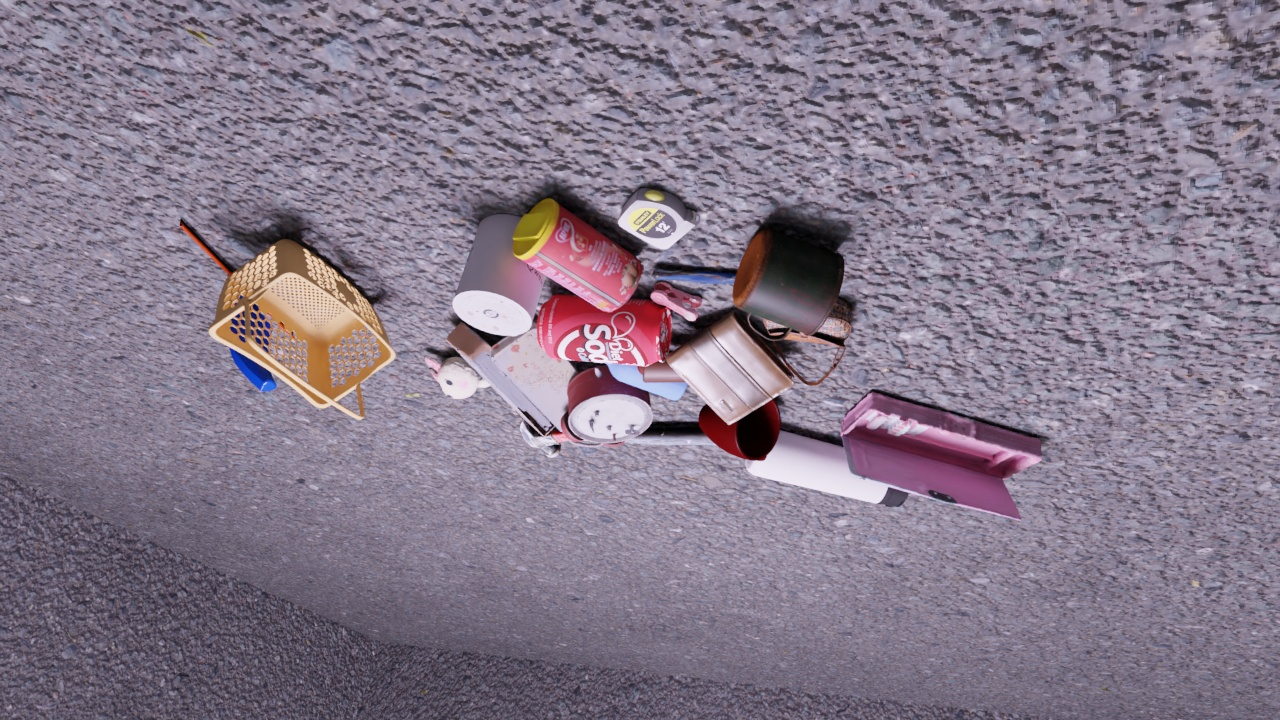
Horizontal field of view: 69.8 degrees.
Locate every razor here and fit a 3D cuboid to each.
[{"bbox_3d":[0.081,-0.084,0.959,0.141,0.018,0.043,9,-172,10],"label":"razor"}]

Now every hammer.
[{"bbox_3d":[-0.025,0.104,1.330,0.327,0.036,0.140,-1,150,23],"label":"hammer"}]

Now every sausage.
[{"bbox_3d":[0.074,0.006,1.087,0.155,0.040,0.040,-1,151,1],"label":"sausage"}]

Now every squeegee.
[{"bbox_3d":[-0.483,-0.032,1.131,0.055,0.184,0.249,-31,147,-5],"label":"squeegee"}]

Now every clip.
[{"bbox_3d":[0.042,-0.069,1.006,0.060,0.043,0.023,42,146,4],"label":"clip"}]

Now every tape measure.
[{"bbox_3d":[0.017,-0.138,0.889,0.065,0.016,0.064,24,150,-21],"label":"tape measure"}]

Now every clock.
[{"bbox_3d":[-0.048,0.075,1.211,0.109,0.061,0.157,10,139,-21],"label":"clock"}]

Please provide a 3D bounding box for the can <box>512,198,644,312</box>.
[{"bbox_3d":[-0.063,-0.105,0.929,0.124,0.066,0.067,31,146,-31],"label":"can"}]

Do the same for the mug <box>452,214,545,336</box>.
[{"bbox_3d":[-0.140,-0.080,0.975,0.083,0.096,0.120,6,151,13],"label":"mug"}]

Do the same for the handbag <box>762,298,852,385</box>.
[{"bbox_3d":[0.188,-0.009,1.038,0.093,0.043,0.196,7,155,14],"label":"handbag"}]

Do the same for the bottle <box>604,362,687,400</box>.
[{"bbox_3d":[-0.007,0.007,1.129,0.131,0.048,0.048,20,151,-14],"label":"bottle"}]

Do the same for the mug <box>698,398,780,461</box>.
[{"bbox_3d":[0.125,0.089,1.190,0.088,0.086,0.114,7,139,48],"label":"mug"}]

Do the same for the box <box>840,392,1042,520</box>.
[{"bbox_3d":[0.371,0.130,1.140,0.232,0.106,0.100,16,151,-7],"label":"box"}]

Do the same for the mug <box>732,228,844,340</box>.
[{"bbox_3d":[0.135,-0.067,0.890,0.081,0.084,0.111,19,128,-9],"label":"mug"}]

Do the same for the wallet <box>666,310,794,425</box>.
[{"bbox_3d":[0.104,0.010,1.052,0.099,0.026,0.121,-35,115,22],"label":"wallet"}]

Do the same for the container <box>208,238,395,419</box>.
[{"bbox_3d":[-0.387,-0.028,1.071,0.129,0.167,0.183,-32,137,9],"label":"container"}]

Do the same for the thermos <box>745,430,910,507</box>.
[{"bbox_3d":[0.260,0.154,1.274,0.230,0.068,0.101,14,160,-5],"label":"thermos"}]

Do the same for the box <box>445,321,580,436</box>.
[{"bbox_3d":[-0.148,0.015,1.214,0.115,0.095,0.217,32,165,35],"label":"box"}]

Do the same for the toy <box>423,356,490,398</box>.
[{"bbox_3d":[-0.246,0.024,1.264,0.112,0.050,0.087,19,151,-3],"label":"toy"}]

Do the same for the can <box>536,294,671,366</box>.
[{"bbox_3d":[-0.041,-0.034,1.040,0.143,0.074,0.074,5,151,14],"label":"can"}]
